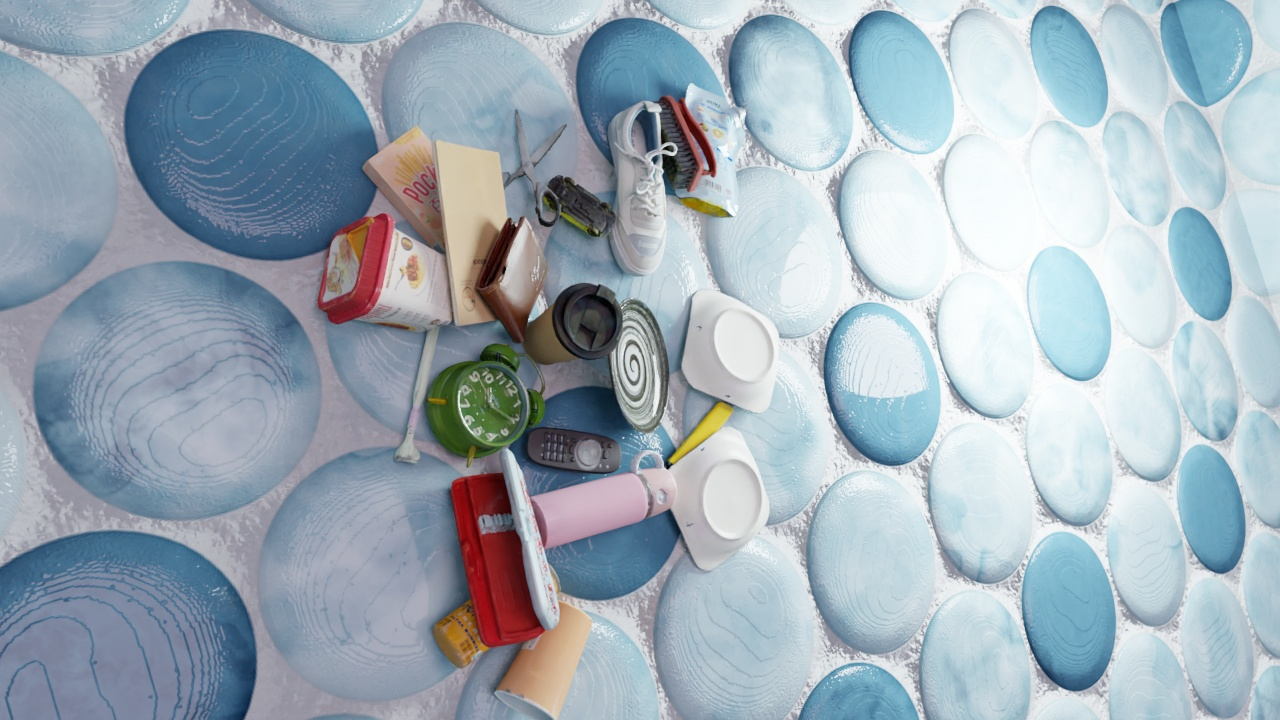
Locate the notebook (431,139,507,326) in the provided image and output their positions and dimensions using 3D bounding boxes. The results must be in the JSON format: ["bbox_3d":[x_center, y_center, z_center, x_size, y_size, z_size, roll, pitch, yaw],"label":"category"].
[{"bbox_3d":[-0.192,-0.149,1.087,0.147,0.008,0.207,-18,102,-68],"label":"notebook"}]

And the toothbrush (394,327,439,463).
[{"bbox_3d":[-0.255,0.027,1.072,0.029,0.020,0.189,7,72,2],"label":"toothbrush"}]

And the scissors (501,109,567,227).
[{"bbox_3d":[-0.144,-0.248,1.189,0.180,0.014,0.159,-40,85,-24],"label":"scissors"}]

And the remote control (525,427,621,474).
[{"bbox_3d":[-0.086,0.115,1.157,0.136,0.024,0.053,12,72,-31],"label":"remote control"}]

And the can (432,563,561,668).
[{"bbox_3d":[-0.163,0.286,1.050,0.145,0.058,0.058,-32,97,-33],"label":"can"}]

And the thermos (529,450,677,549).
[{"bbox_3d":[-0.047,0.170,1.141,0.198,0.067,0.087,-11,100,-32],"label":"thermos"}]

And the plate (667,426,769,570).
[{"bbox_3d":[0.116,0.189,1.254,0.163,0.034,0.164,-33,106,-34],"label":"plate"}]

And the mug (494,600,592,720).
[{"bbox_3d":[-0.107,0.347,1.066,0.078,0.078,0.122,39,56,-20],"label":"mug"}]

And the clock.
[{"bbox_3d":[-0.176,0.047,1.088,0.160,0.056,0.116,-39,107,-41],"label":"clock"}]

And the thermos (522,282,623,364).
[{"bbox_3d":[-0.086,-0.038,1.118,0.093,0.144,0.093,7,76,-30],"label":"thermos"}]

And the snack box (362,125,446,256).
[{"bbox_3d":[-0.253,-0.199,1.118,0.157,0.026,0.084,50,58,-14],"label":"snack box"}]

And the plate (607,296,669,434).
[{"bbox_3d":[-0.007,0.007,1.196,0.179,0.024,0.179,-5,90,-65],"label":"plate"}]

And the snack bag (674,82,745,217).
[{"bbox_3d":[0.106,-0.312,1.365,0.110,0.039,0.190,12,73,-18],"label":"snack bag"}]

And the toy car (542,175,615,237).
[{"bbox_3d":[-0.082,-0.202,1.221,0.105,0.032,0.048,32,66,-15],"label":"toy car"}]

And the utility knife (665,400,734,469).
[{"bbox_3d":[0.102,0.090,1.288,0.222,0.015,0.033,-46,109,-31],"label":"utility knife"}]

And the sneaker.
[{"bbox_3d":[0.008,-0.237,1.255,0.089,0.091,0.242,2,79,-31],"label":"sneaker"}]

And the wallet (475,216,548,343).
[{"bbox_3d":[-0.151,-0.098,1.120,0.101,0.032,0.124,65,33,-49],"label":"wallet"}]

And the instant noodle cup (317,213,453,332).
[{"bbox_3d":[-0.279,-0.089,1.034,0.124,0.117,0.116,21,68,-41],"label":"instant noodle cup"}]

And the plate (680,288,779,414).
[{"bbox_3d":[0.140,-0.018,1.315,0.163,0.034,0.164,23,62,-25],"label":"plate"}]

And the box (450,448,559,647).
[{"bbox_3d":[-0.145,0.201,1.013,0.095,0.101,0.201,-5,59,-24],"label":"box"}]

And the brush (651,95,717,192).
[{"bbox_3d":[0.058,-0.316,1.309,0.069,0.063,0.145,-14,69,-19],"label":"brush"}]
